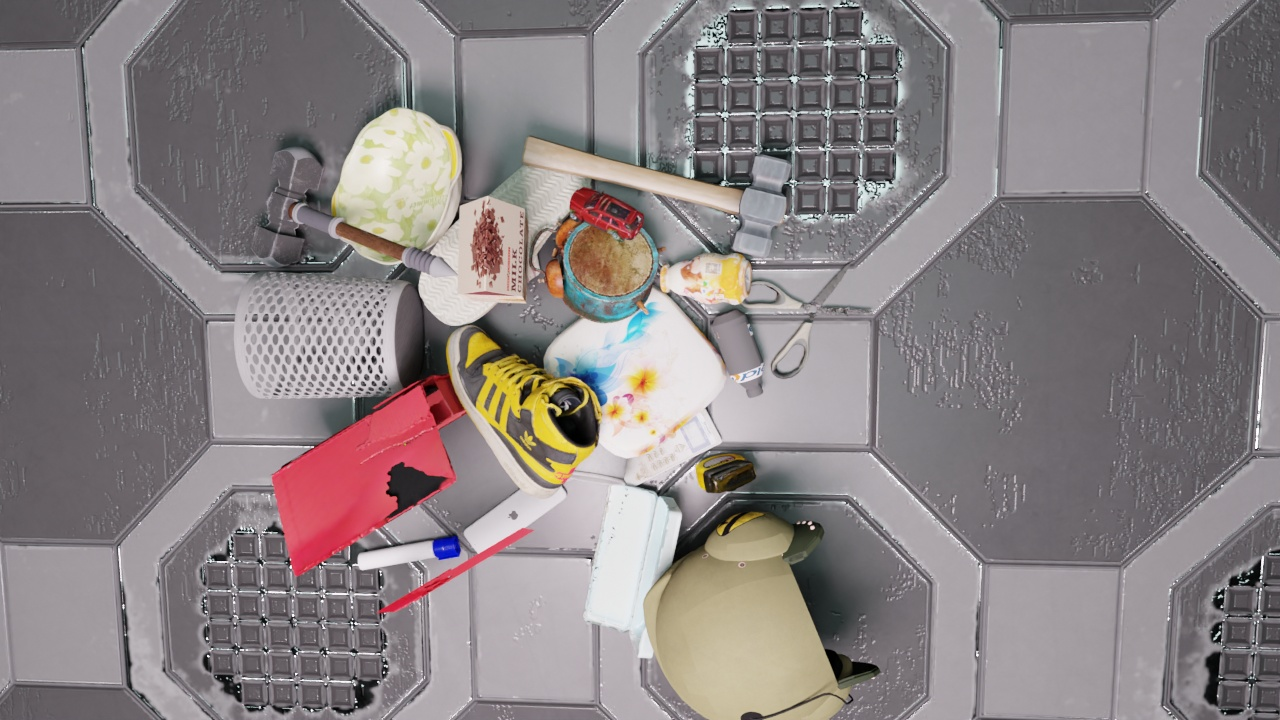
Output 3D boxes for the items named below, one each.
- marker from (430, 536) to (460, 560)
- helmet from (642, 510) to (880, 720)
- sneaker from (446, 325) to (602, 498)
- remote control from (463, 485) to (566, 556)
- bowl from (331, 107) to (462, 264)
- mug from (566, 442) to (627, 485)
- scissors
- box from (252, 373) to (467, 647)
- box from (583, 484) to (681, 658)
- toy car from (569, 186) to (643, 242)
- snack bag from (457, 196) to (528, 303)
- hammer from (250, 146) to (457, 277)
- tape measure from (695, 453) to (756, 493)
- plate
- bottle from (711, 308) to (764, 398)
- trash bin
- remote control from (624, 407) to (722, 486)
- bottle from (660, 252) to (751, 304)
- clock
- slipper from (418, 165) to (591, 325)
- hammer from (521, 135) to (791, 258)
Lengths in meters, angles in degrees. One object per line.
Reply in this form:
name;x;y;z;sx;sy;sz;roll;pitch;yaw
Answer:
marker;-0.307;0.257;1.218;0.133;0.023;0.027;-11;117;6
helmet;0.125;0.302;1.060;0.233;0.255;0.250;-22;93;3
sneaker;-0.137;0.036;1.086;0.122;0.085;0.238;-41;76;33
remote control;-0.165;0.202;1.207;0.147;0.008;0.045;-37;93;8
bowl;-0.282;-0.208;1.122;0.220;0.060;0.188;-21;77;30
mug;-0.065;0.118;1.155;0.084;0.113;0.070;19;74;-38
scissors;0.200;-0.052;1.144;0.170;0.012;0.157;12;99;4
box;-0.307;0.118;1.030;0.211;0.377;0.124;-31;110;6
box;-0.009;0.264;1.167;0.122;0.078;0.197;14;99;22
toy car;-0.041;-0.174;1.082;0.091;0.036;0.042;25;64;11
snack bag;-0.163;-0.117;1.016;0.070;0.206;0.094;2;90;-5
hammer;-0.336;-0.149;1.096;0.322;0.043;0.156;22;99;28
tape measure;0.103;0.144;1.150;0.065;0.064;0.037;-19;104;-26
plate;-0.007;0.007;1.122;0.186;0.016;0.187;-38;78;-11
bottle;0.125;-0.008;1.139;0.047;0.047;0.112;-19;94;6
trash bin;-0.373;-0.029;1.127;0.183;0.156;0.156;1;97;2
remote control;0.034;0.113;1.179;0.136;0.011;0.050;-28;94;7
bottle;0.080;-0.101;1.125;0.109;0.063;0.063;4;97;19
clock;-0.057;-0.114;1.115;0.157;0.073;0.121;16;69;-2
slipper;-0.166;-0.152;1.146;0.115;0.052;0.263;43;88;-5
hammer;0.017;-0.217;1.111;0.323;0.051;0.117;14;95;-1
